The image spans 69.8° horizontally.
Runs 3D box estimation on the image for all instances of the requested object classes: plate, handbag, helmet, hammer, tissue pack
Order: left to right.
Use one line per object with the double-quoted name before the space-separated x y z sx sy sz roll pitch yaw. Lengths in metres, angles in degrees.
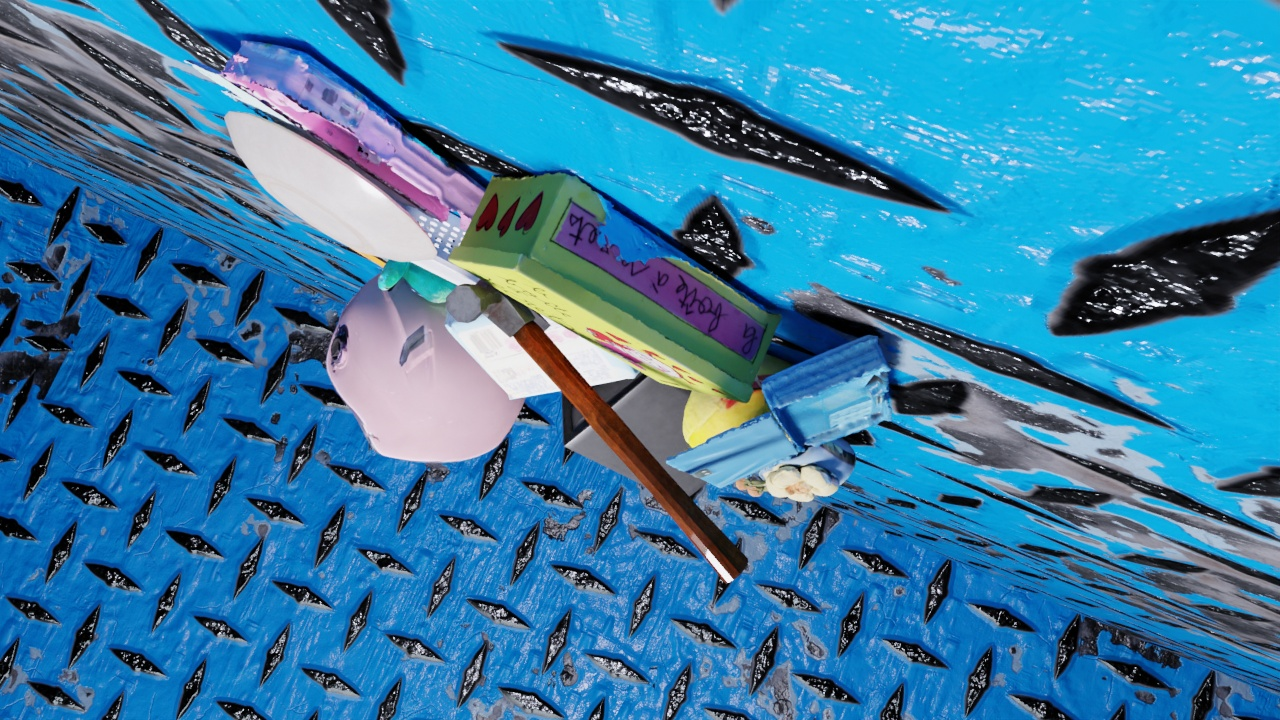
"plate" -0.251 -0.126 0.734 0.189 0.027 0.189 28 167 7
"helmet" -0.234 -0.017 1.065 0.229 0.255 0.153 1 148 -32
"tissue pack" -0.078 -0.029 0.832 0.182 0.069 0.112 -11 130 32
"hammer" -0.023 0.052 0.712 0.300 0.028 0.111 49 -161 0
"handbag" 0.049 0.049 0.963 0.196 0.072 0.175 -35 131 30
"handbag" 0.172 0.122 1.188 0.192 0.118 0.121 9 165 44

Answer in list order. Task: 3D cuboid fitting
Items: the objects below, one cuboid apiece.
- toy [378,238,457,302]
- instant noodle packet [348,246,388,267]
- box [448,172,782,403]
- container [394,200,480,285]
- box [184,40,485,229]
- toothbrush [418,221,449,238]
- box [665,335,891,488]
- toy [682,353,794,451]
"toy" -0.243 -0.118 0.963 0.193 0.072 0.130 32 -152 -37
"instant noodle packet" -0.313 -0.134 1.179 0.160 0.032 0.220 18 171 23
"box" -0.016 -0.051 0.675 0.220 0.081 0.124 27 173 -36
"container" -0.191 -0.113 0.880 0.129 0.049 0.081 27 172 -27
"box" -0.211 -0.158 0.678 0.159 0.035 0.230 21 173 34
"toothbrush" -0.142 -0.106 0.939 0.181 0.010 0.010 24 170 -5
"box" 0.118 0.051 0.745 0.175 0.033 0.231 -24 163 8
"toy" 0.103 0.058 0.902 0.208 0.133 0.092 85 166 -53
